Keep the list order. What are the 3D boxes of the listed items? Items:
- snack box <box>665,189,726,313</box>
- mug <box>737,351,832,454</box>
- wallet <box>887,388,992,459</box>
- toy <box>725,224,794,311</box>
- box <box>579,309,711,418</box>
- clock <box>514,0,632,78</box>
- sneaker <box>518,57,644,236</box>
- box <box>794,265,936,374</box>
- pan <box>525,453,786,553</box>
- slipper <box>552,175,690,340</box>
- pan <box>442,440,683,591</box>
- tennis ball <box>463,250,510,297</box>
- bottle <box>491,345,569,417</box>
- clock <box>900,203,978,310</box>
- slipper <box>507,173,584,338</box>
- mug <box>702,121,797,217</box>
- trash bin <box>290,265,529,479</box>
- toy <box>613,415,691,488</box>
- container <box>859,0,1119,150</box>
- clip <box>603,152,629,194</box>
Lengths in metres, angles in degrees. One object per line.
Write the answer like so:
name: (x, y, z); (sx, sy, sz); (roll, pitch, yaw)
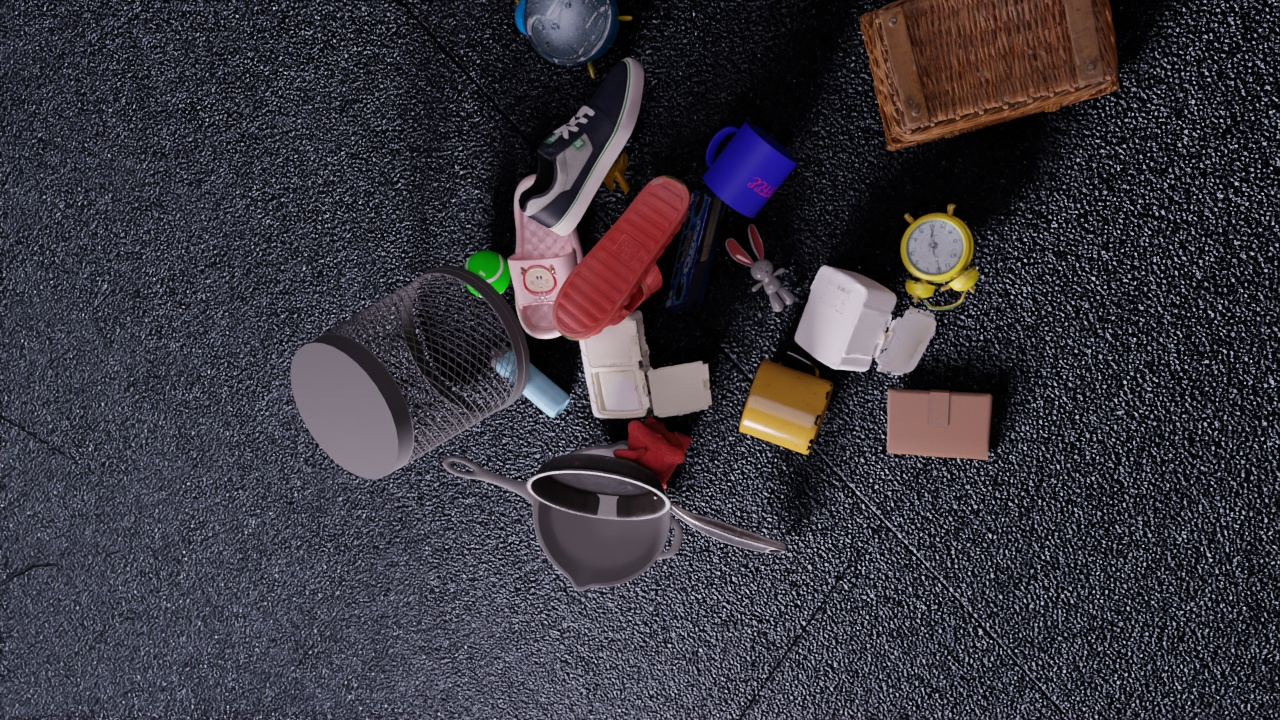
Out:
snack box: (0.071, -0.138, 1.147); (0.027, 0.082, 0.150); (19, 107, 16)
mug: (0.187, 0.048, 1.148); (0.094, 0.101, 0.123); (19, 67, 12)
wallet: (0.366, 0.078, 1.129); (0.121, 0.013, 0.087); (3, 108, 19)
toy: (0.153, -0.114, 1.151); (0.049, 0.030, 0.111); (-34, 93, -5)
box: (-0.008, 0.007, 1.190); (0.187, 0.070, 0.143); (-5, 101, 37)
clock: (-0.095, -0.440, 1.148); (0.161, 0.060, 0.117); (43, 113, 7)
sneaker: (-0.076, -0.276, 1.140); (0.079, 0.084, 0.235); (24, 99, -33)
box: (0.283, -0.042, 1.107); (0.121, 0.136, 0.109); (42, 122, 52)
pan: (0.027, 0.192, 1.201); (0.356, 0.055, 0.188); (14, 153, -11)
slipper: (-0.015, -0.122, 1.184); (0.249, 0.059, 0.103); (-51, 56, 7)
pan: (-0.112, 0.197, 1.290); (0.355, 0.024, 0.216); (18, 91, 7)
tennis ball: (-0.211, -0.119, 1.260); (0.065, 0.065, 0.065); (4, 104, 18)
bottle: (-0.159, 0.026, 1.289); (0.130, 0.040, 0.040); (40, 112, 7)
clock: (0.346, -0.118, 1.066); (0.083, 0.057, 0.119); (-10, 93, 21)
slipper: (-0.127, -0.138, 1.232); (0.107, 0.055, 0.222); (1, 101, 17)
mug: (0.124, -0.240, 1.113); (0.084, 0.079, 0.111); (-51, 55, 22)
trash bin: (-0.302, 0.017, 1.203); (0.218, 0.226, 0.218); (18, 124, 28)
toy: (0.007, 0.134, 1.204); (0.088, 0.132, 0.094); (33, 105, 22)
container: (0.359, -0.322, 0.944); (0.250, 0.182, 0.162); (-12, 100, 22)
clip: (-0.027, -0.242, 1.180); (0.049, 0.054, 0.044); (-45, 64, -1)
